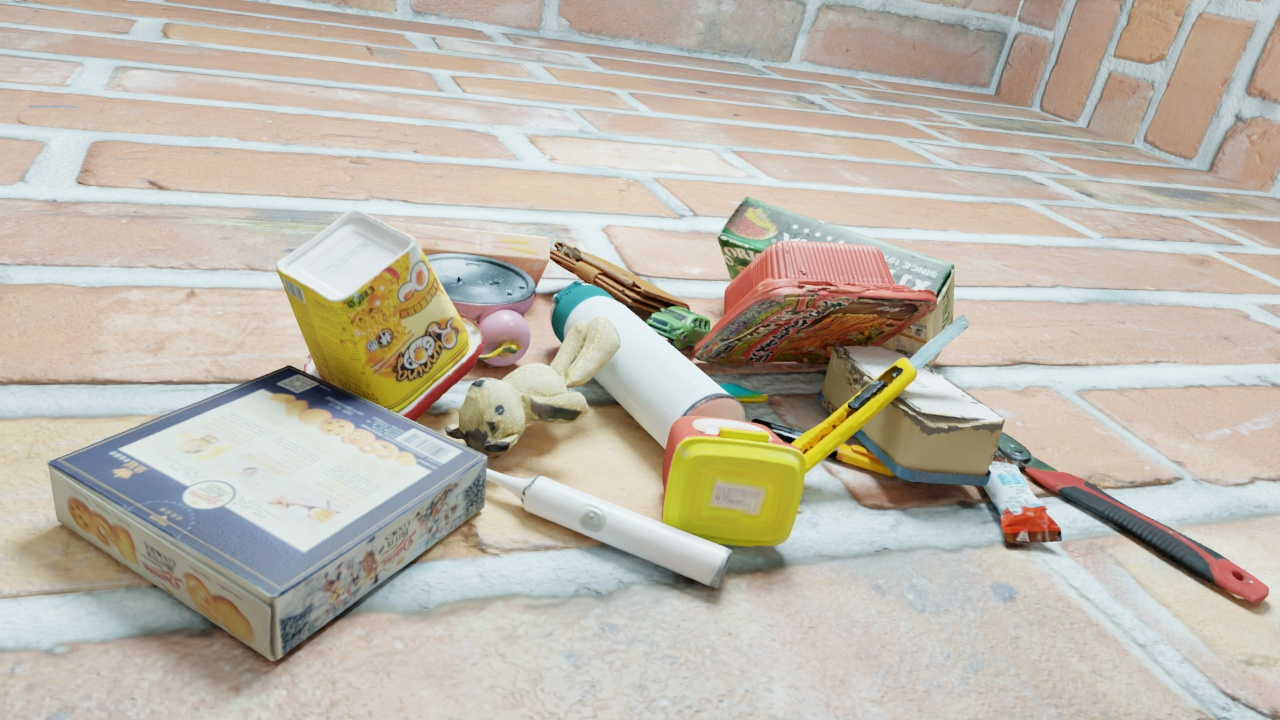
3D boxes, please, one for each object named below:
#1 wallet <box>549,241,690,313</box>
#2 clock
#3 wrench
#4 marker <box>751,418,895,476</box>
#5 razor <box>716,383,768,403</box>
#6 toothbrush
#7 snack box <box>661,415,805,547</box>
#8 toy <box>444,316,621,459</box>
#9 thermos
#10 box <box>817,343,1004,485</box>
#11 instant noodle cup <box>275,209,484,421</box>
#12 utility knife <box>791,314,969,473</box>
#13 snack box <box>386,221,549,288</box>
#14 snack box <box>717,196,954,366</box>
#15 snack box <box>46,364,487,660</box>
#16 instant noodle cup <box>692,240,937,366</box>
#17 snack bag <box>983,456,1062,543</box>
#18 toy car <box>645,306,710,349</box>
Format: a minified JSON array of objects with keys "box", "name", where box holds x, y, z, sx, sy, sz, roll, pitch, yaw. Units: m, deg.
[{"box":[-0.025,-0.082,0.946,0.132,0.031,0.107,30,8,33],"name":"wallet"},{"box":[-0.154,-0.041,0.813,0.117,0.060,0.158,6,25,-11],"name":"clock"},{"box":[0.366,0.113,0.752,0.056,0.016,0.273,-16,37,-41],"name":"wrench"},{"box":[0.151,0.070,0.757,0.124,0.015,0.018,17,26,12],"name":"marker"},{"box":[0.054,0.015,0.815,0.133,0.028,0.043,24,-1,31],"name":"razor"},{"box":[-0.046,0.098,0.611,0.221,0.026,0.026,19,-11,16],"name":"toothbrush"},{"box":[0.060,0.078,0.637,0.091,0.082,0.080,8,16,-8],"name":"snack box"},{"box":[-0.076,0.017,0.698,0.105,0.066,0.156,7,36,41],"name":"toy"},{"box":[-0.005,0.005,0.771,0.073,0.073,0.224,-7,32,-32],"name":"thermos"},{"box":[0.224,0.043,0.766,0.089,0.060,0.184,6,21,-14],"name":"box"},{"box":[-0.194,-0.033,0.674,0.116,0.124,0.116,27,57,30],"name":"instant noodle cup"},{"box":[0.178,0.028,0.713,0.216,0.015,0.033,-38,28,-11],"name":"utility knife"},{"box":[-0.173,-0.102,0.910,0.157,0.026,0.085,3,-16,-15],"name":"snack box"},{"box":[0.202,-0.082,0.956,0.240,0.114,0.063,25,70,29],"name":"snack box"},{"box":[-0.220,0.078,0.565,0.178,0.046,0.182,22,28,21],"name":"snack box"},{"box":[0.154,-0.050,0.837,0.188,0.165,0.079,1,70,-21],"name":"instant noodle cup"},{"box":[0.291,0.106,0.724,0.048,0.026,0.104,3,26,-5],"name":"snack bag"},{"box":[0.038,-0.031,0.877,0.043,0.036,0.091,25,12,23],"name":"toy car"}]
